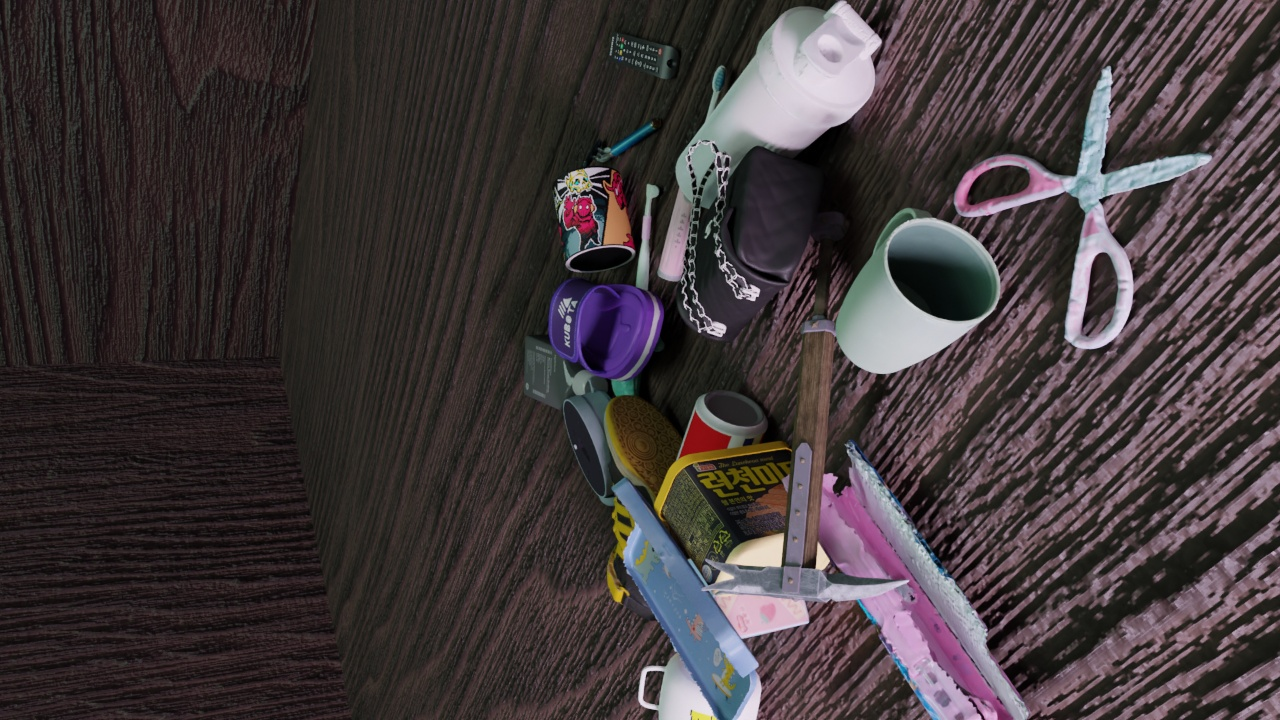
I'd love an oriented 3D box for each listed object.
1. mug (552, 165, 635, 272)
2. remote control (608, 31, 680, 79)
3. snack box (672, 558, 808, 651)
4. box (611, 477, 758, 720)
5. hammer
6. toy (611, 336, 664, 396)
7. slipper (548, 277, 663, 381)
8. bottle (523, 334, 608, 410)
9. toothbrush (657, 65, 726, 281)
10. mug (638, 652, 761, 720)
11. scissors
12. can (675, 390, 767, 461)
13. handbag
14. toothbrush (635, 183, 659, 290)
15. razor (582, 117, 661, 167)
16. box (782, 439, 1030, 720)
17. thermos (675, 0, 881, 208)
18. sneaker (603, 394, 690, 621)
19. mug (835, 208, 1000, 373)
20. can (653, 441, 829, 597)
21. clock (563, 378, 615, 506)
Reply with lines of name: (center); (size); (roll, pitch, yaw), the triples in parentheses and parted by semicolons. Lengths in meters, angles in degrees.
mug: (-0.055, -0.158, 1.081); (0.118, 0.082, 0.098); (94, 166, -76)
remote control: (0.000, -0.341, 1.022); (0.147, 0.015, 0.033); (41, 127, 52)
snack box: (0.083, 0.216, 0.844); (0.093, 0.094, 0.079); (-39, 59, 55)
box: (0.037, 0.198, 0.791); (0.209, 0.043, 0.125); (51, 154, 47)
hammer: (0.137, 0.025, 0.705); (0.147, 0.028, 0.316); (-4, 67, 31)
toy: (-0.006, 0.006, 1.041); (0.085, 0.033, 0.105); (47, 128, 53)
slipper: (-0.071, -0.048, 1.055); (0.267, 0.084, 0.107); (27, 102, 65)
bottle: (-0.097, 0.020, 1.188); (0.174, 0.046, 0.084); (18, 108, 58)
toothbrush: (0.054, -0.185, 0.928); (0.026, 0.027, 0.223); (-87, 10, -62)
mug: (0.056, 0.324, 0.884); (0.094, 0.115, 0.068); (-61, -20, -74)
scissors: (0.271, -0.090, 0.577); (0.171, 0.013, 0.177); (-6, 85, 57)
can: (0.070, 0.099, 0.881); (0.070, 0.070, 0.132); (52, 135, 45)
handbag: (0.071, -0.096, 0.771); (0.154, 0.114, 0.124); (133, 154, -63)
toothbrush: (0.006, -0.120, 1.031); (0.022, 0.015, 0.155); (32, 120, 57)
razor: (-0.019, -0.252, 1.060); (0.144, 0.022, 0.042); (-7, 50, 56)
box: (0.198, 0.160, 0.666); (0.071, 0.084, 0.230); (-45, 49, 17)
thermos: (0.109, -0.209, 0.774); (0.221, 0.099, 0.099); (-37, 60, 60)
sneaker: (0.005, 0.163, 0.982); (0.122, 0.086, 0.238); (-52, 50, 46)
mug: (0.189, -0.053, 0.658); (0.104, 0.084, 0.111); (119, 157, -63)
can: (0.095, 0.134, 0.784); (0.101, 0.130, 0.073); (54, 136, 40)
clock: (-0.046, 0.106, 1.082); (0.122, 0.045, 0.159); (52, 157, 45)
